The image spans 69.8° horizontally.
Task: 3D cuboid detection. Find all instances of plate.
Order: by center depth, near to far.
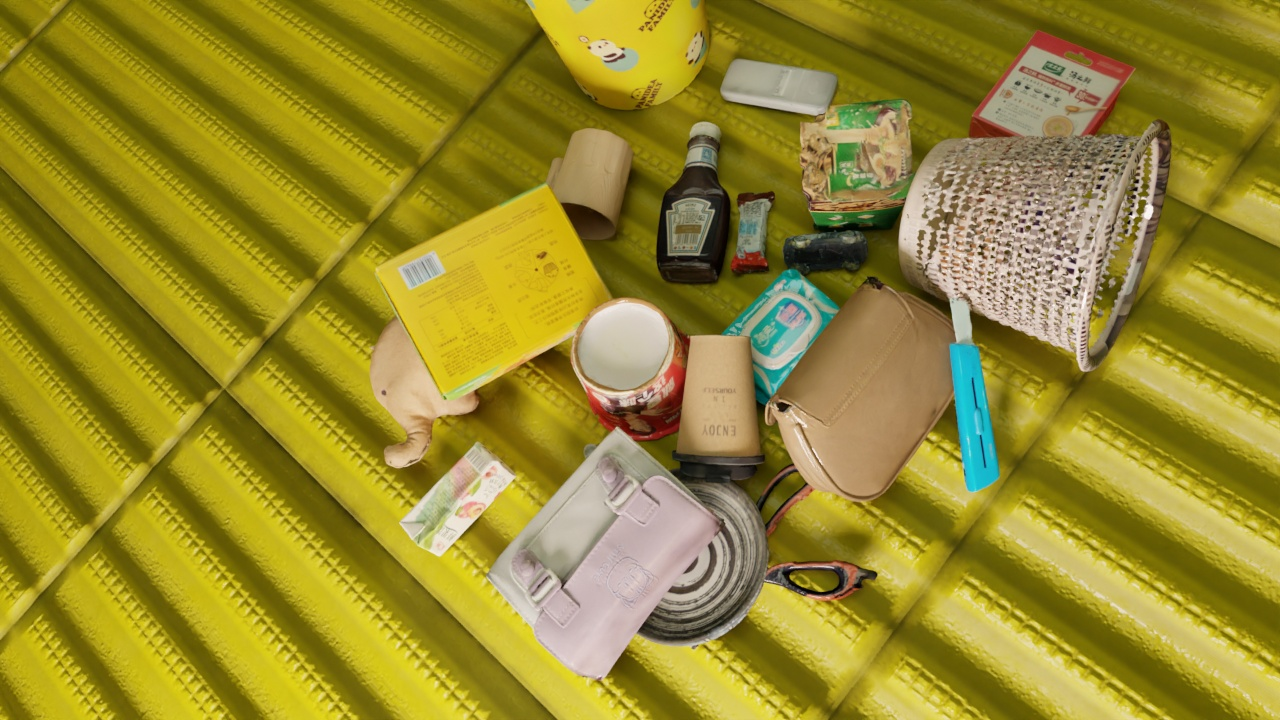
[{"bbox_3d":[0.044,0.195,0.914,0.180,0.024,0.179,-11,60,20],"label":"plate"}]

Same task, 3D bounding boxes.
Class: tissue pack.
[{"bbox_3d":[0.147,-0.021,0.964,0.093,0.050,0.133,41,85,24],"label":"tissue pack"}]

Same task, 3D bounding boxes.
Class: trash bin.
[{"bbox_3d":[0.363,-0.123,0.869,0.192,0.227,0.227,19,75,34],"label":"trash bin"},{"bbox_3d":[-0.030,-0.442,1.065,0.230,0.255,0.229,-5,67,13],"label":"trash bin"}]

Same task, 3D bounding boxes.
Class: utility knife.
[{"bbox_3d":[0.311,0.031,0.865,0.034,0.018,0.187,-12,99,-5],"label":"utility knife"}]

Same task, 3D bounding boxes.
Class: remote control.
[{"bbox_3d":[0.165,-0.326,1.095,0.136,0.020,0.055,16,73,21],"label":"remote control"}]

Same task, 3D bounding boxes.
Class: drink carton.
[{"bbox_3d":[-0.198,0.149,0.991,0.122,0.053,0.045,-46,61,-5],"label":"drink carton"}]

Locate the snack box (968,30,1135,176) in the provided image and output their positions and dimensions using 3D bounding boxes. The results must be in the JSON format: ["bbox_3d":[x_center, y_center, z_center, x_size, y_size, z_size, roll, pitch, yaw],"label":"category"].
[{"bbox_3d":[0.439,-0.275,0.986,0.113,0.044,0.127,35,83,25],"label":"snack box"}]

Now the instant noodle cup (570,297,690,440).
[{"bbox_3d":[-0.006,0.006,0.963,0.138,0.108,0.137,-5,68,13],"label":"instant noodle cup"}]

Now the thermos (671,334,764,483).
[{"bbox_3d":[0.079,0.047,0.916,0.093,0.093,0.143,1,90,16],"label":"thermos"}]

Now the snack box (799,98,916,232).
[{"bbox_3d":[0.232,-0.196,0.980,0.118,0.105,0.118,-2,70,13],"label":"snack box"}]

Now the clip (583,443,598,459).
[{"bbox_3d":[-0.047,0.118,0.983,0.024,0.026,0.056,-12,79,13],"label":"clip"}]

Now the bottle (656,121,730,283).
[{"bbox_3d":[0.065,-0.184,1.055,0.080,0.044,0.194,2,69,16],"label":"bottle"}]

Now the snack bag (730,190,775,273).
[{"bbox_3d":[0.126,-0.146,1.032,0.045,0.026,0.105,-2,67,24],"label":"snack bag"}]

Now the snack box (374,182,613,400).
[{"bbox_3d":[-0.155,-0.072,0.991,0.210,0.070,0.157,-29,89,-11],"label":"snack box"}]

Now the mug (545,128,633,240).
[{"bbox_3d":[-0.072,-0.205,1.089,0.125,0.084,0.103,-4,64,42],"label":"mug"}]

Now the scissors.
[{"bbox_3d":[0.121,0.192,0.905,0.227,0.015,0.188,-2,67,19],"label":"scissors"}]

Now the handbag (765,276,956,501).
[{"bbox_3d":[0.213,0.027,0.881,0.204,0.148,0.100,-49,21,-14],"label":"handbag"}]

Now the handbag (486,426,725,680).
[{"bbox_3d":[-0.033,0.184,0.887,0.145,0.098,0.197,38,85,29],"label":"handbag"}]

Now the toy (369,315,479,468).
[{"bbox_3d":[-0.243,0.011,1.042,0.143,0.082,0.225,23,78,19],"label":"toy"}]

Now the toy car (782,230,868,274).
[{"bbox_3d":[0.200,-0.120,0.994,0.091,0.043,0.034,-3,35,19],"label":"toy car"}]
